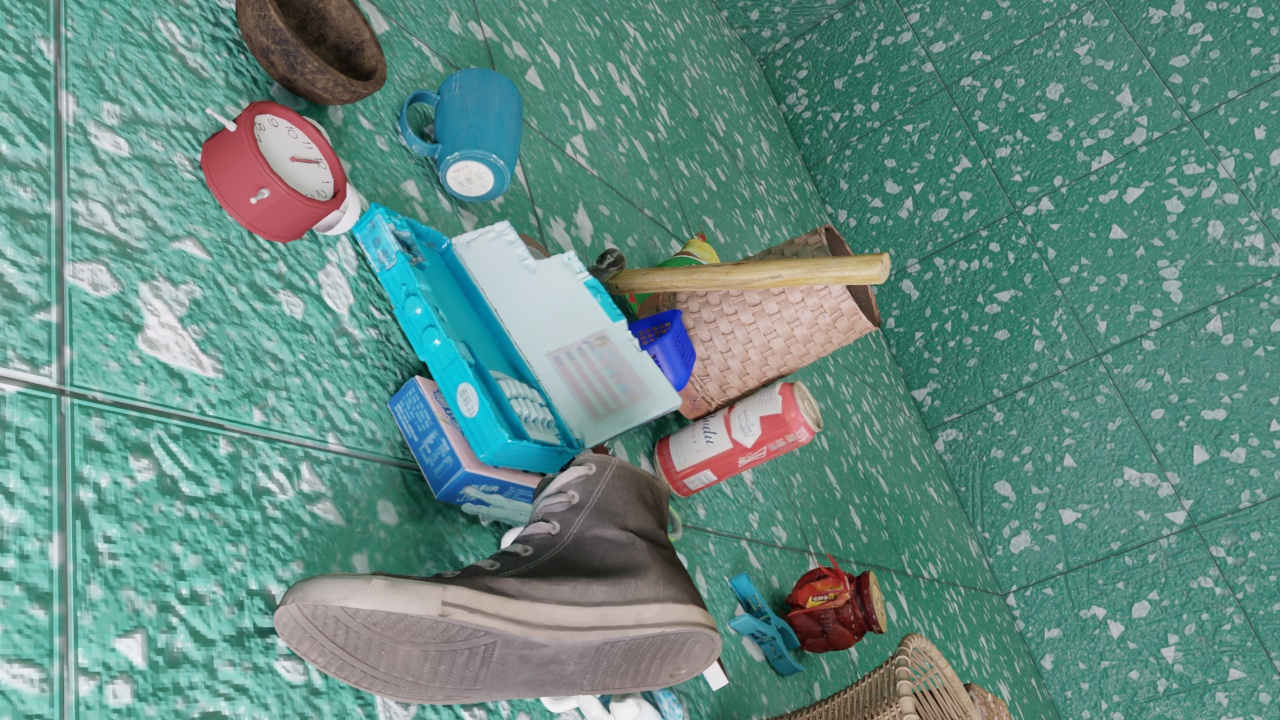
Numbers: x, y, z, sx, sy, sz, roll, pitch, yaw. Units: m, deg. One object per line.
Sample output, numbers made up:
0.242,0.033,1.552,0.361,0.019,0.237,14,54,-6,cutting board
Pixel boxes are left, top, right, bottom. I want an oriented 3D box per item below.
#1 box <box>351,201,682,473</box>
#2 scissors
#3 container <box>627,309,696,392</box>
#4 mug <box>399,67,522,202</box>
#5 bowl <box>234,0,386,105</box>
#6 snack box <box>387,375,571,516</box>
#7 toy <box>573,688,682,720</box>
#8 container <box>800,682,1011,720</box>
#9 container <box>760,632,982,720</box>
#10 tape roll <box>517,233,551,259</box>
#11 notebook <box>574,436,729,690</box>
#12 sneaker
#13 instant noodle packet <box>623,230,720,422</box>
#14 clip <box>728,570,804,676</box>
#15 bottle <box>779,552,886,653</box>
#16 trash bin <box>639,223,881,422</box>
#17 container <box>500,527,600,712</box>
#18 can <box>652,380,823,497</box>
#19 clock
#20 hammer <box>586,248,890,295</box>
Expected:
-0.098,-0.022,0.686,0.180,0.074,0.227,-7,52,-44,box
-0.041,0.107,0.613,0.175,0.033,0.072,23,52,-30,scissors
-0.005,0.005,0.876,0.058,0.114,0.096,65,20,-17,container
-0.163,-0.205,0.837,0.112,0.085,0.104,14,51,-24,mug
-0.254,-0.239,0.684,0.121,0.056,0.121,48,25,-32,bowl
-0.102,0.068,0.656,0.154,0.033,0.088,28,21,-55,snack box
0.004,0.276,0.568,0.105,0.131,0.205,-43,126,-28,toy
0.262,0.391,0.888,0.112,0.199,0.113,42,37,-42,container
0.175,0.361,0.730,0.227,0.196,0.226,48,25,-32,container
-0.103,-0.070,0.856,0.094,0.030,0.093,48,25,-32,tape roll
0.003,0.148,0.761,0.209,0.022,0.171,60,-1,-4,notebook
-0.077,0.116,0.513,0.234,0.095,0.119,2,44,-17,sneaker
0.075,-0.049,1.141,0.195,0.091,0.252,61,33,-5,instant noodle packet
0.133,0.292,0.956,0.127,0.028,0.113,46,28,-34,clip
0.214,0.278,1.040,0.098,0.111,0.099,-15,90,-70,bottle
0.123,-0.042,0.951,0.151,0.211,0.151,45,29,-35,trash bin
-0.040,0.171,0.647,0.049,0.081,0.129,40,28,-66,container
0.096,0.080,0.930,0.067,0.170,0.067,48,26,-33,can
-0.233,-0.125,0.609,0.087,0.044,0.124,63,23,3,clock
0.070,-0.079,0.878,0.131,0.331,0.033,-45,127,-49,hammer
